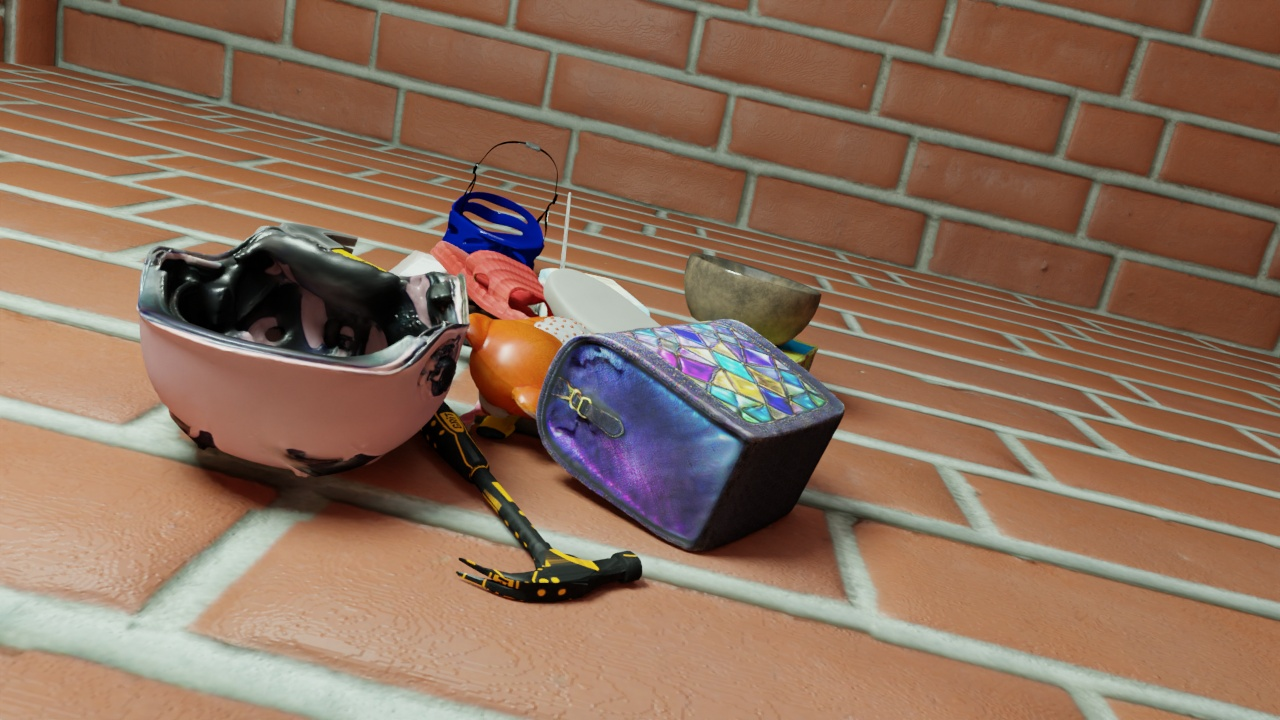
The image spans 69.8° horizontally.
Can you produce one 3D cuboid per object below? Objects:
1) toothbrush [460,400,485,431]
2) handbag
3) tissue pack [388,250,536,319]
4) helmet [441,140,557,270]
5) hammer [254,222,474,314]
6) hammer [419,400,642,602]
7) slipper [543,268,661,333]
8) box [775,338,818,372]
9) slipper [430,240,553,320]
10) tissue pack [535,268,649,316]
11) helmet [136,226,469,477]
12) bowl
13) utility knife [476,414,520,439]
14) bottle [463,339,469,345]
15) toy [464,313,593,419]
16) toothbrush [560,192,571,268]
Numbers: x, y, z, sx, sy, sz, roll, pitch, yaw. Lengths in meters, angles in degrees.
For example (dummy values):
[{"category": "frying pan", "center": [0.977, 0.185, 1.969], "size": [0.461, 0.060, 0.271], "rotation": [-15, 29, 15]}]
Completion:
[{"category": "toothbrush", "center": [-0.151, 0.045, 0.880], "size": [0.021, 0.016, 0.134], "rotation": [15, 13, 3]}, {"category": "handbag", "center": [0.035, 0.041, 0.788], "size": [0.222, 0.126, 0.204], "rotation": [36, 26, 29]}, {"category": "tissue pack", "center": [-0.227, -0.076, 1.169], "size": [0.181, 0.071, 0.103], "rotation": [14, 31, 11]}, {"category": "helmet", "center": [-0.206, -0.223, 1.378], "size": [0.147, 0.228, 0.241], "rotation": [18, 15, -19]}, {"category": "hammer", "center": [-0.239, -0.069, 0.988], "size": [0.324, 0.034, 0.169], "rotation": [26, 10, 3]}, {"category": "hammer", "center": [-0.129, 0.088, 0.715], "size": [0.123, 0.036, 0.321], "rotation": [1, 22, -35]}, {"category": "slipper", "center": [-0.006, 0.006, 0.984], "size": [0.266, 0.081, 0.112], "rotation": [35, 28, 11]}, {"category": "box", "center": [0.134, 0.010, 1.101], "size": [0.124, 0.082, 0.220], "rotation": [20, 11, 14]}, {"category": "slipper", "center": [-0.161, -0.092, 1.068], "size": [0.249, 0.059, 0.103], "rotation": [38, 8, 39]}, {"category": "tissue pack", "center": [-0.064, -0.061, 1.158], "size": [0.112, 0.070, 0.182], "rotation": [9, 16, -21]}, {"category": "helmet", "center": [-0.254, 0.000, 0.692], "size": [0.230, 0.153, 0.255], "rotation": [14, 17, -6]}, {"category": "bowl", "center": [0.125, -0.070, 1.082], "size": [0.162, 0.070, 0.162], "rotation": [16, 12, -4]}, {"category": "utility knife", "center": [-0.119, 0.038, 0.921], "size": [0.030, 0.019, 0.218], "rotation": [20, 21, 3]}, {"category": "bottle", "center": [-0.208, -0.036, 1.081], "size": [0.113, 0.030, 0.030], "rotation": [17, 16, 12]}, {"category": "toy", "center": [-0.096, 0.013, 0.860], "size": [0.164, 0.093, 0.172], "rotation": [46, 19, 17]}, {"category": "toothbrush", "center": [-0.108, -0.134, 1.228], "size": [0.010, 0.181, 0.010], "rotation": [-2, 16, -36]}]
